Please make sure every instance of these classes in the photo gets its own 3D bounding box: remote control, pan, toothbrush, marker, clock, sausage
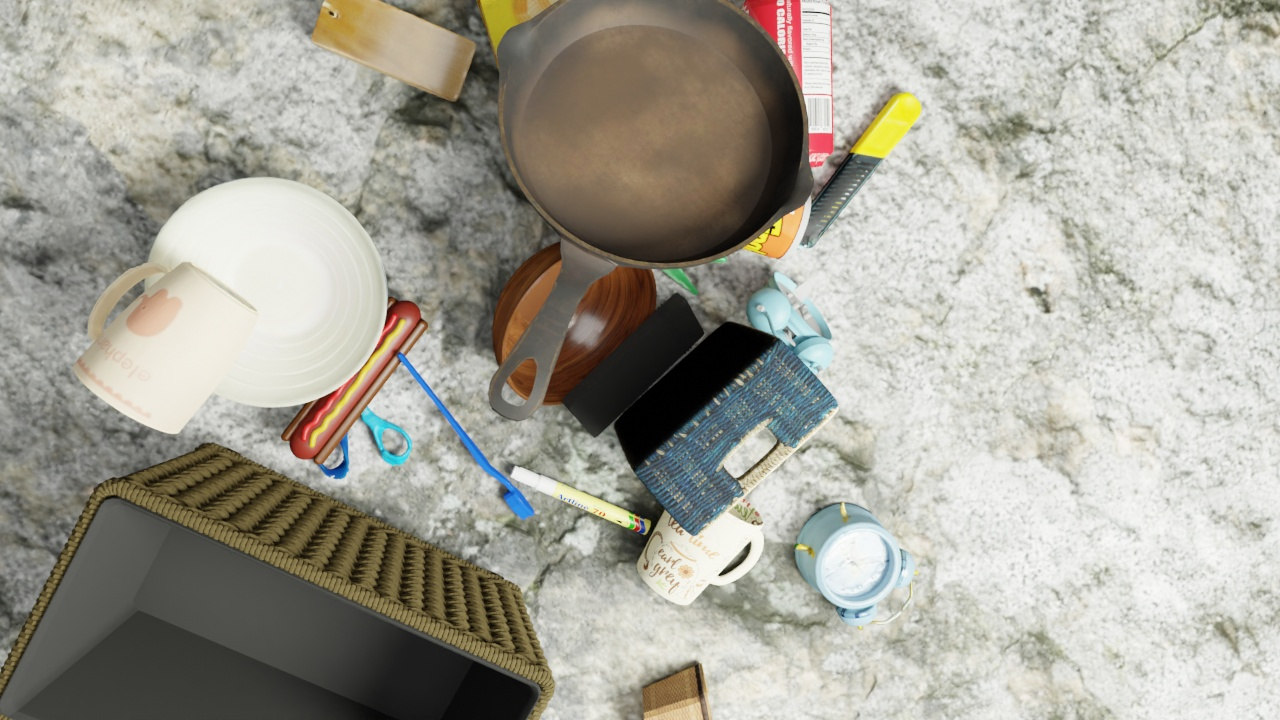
[{"bbox_3d":[-0.005,0.005,0.775,0.133,0.013,0.058,-43,143,-7],"label":"remote control"},{"bbox_3d":[-0.018,-0.115,0.667,0.248,0.043,0.355,26,75,-2],"label":"pan"},{"bbox_3d":[-0.148,0.067,0.773,0.011,0.016,0.187,-33,113,5],"label":"toothbrush"},{"bbox_3d":[-0.053,0.123,0.812,0.132,0.014,0.014,25,95,-12],"label":"marker"},{"bbox_3d":[0.126,-0.030,0.757,0.042,0.123,0.087,-40,104,22],"label":"clock"},{"bbox_3d":[0.200,0.190,0.841,0.089,0.051,0.124,-43,102,-2],"label":"clock"},{"bbox_3d":[-0.231,0.015,0.746,0.040,0.040,0.155,38,85,-12],"label":"sausage"}]

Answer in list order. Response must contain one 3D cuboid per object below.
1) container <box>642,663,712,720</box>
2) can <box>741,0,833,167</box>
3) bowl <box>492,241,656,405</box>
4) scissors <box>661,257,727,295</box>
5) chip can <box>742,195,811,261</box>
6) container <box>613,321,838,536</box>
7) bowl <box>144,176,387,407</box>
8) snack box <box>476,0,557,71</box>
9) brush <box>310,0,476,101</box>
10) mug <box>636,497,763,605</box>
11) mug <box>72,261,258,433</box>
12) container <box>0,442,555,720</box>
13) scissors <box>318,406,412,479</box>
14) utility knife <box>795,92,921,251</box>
[{"bbox_3d":[0.040,0.346,0.842,0.061,0.063,0.114,-11,101,1],"label":"container"},{"bbox_3d":[0.118,-0.229,0.746,0.074,0.074,0.142,-4,100,-8],"label":"can"},{"bbox_3d":[-0.065,-0.043,0.745,0.147,0.069,0.147,-26,137,-27],"label":"bowl"},{"bbox_3d":[0.005,-0.086,0.769,0.120,0.012,0.128,-22,135,30],"label":"scissors"},{"bbox_3d":[0.031,-0.142,0.755,0.210,0.062,0.062,16,97,-11],"label":"chip can"},{"bbox_3d":[0.057,0.044,0.726,0.145,0.187,0.071,-42,99,0],"label":"container"},{"bbox_3d":[-0.288,-0.055,0.725,0.176,0.058,0.177,-1,100,-8],"label":"bowl"},{"bbox_3d":[-0.085,-0.299,0.721,0.092,0.042,0.201,-18,102,-7],"label":"snack box"},{"bbox_3d":[-0.191,-0.246,0.716,0.117,0.039,0.049,20,95,-10],"label":"brush"},{"bbox_3d":[0.061,0.165,0.816,0.122,0.081,0.097,25,103,-38],"label":"mug"},{"bbox_3d":[-0.342,-0.021,0.657,0.111,0.085,0.104,37,83,16],"label":"mug"},{"bbox_3d":[-0.249,0.205,0.698,0.321,0.205,0.176,28,94,-12],"label":"container"},{"bbox_3d":[-0.253,0.037,0.768,0.086,0.015,0.135,-22,100,-5],"label":"scissors"},{"bbox_3d":[0.182,-0.160,0.796,0.029,0.020,0.171,39,91,-11],"label":"utility knife"}]
